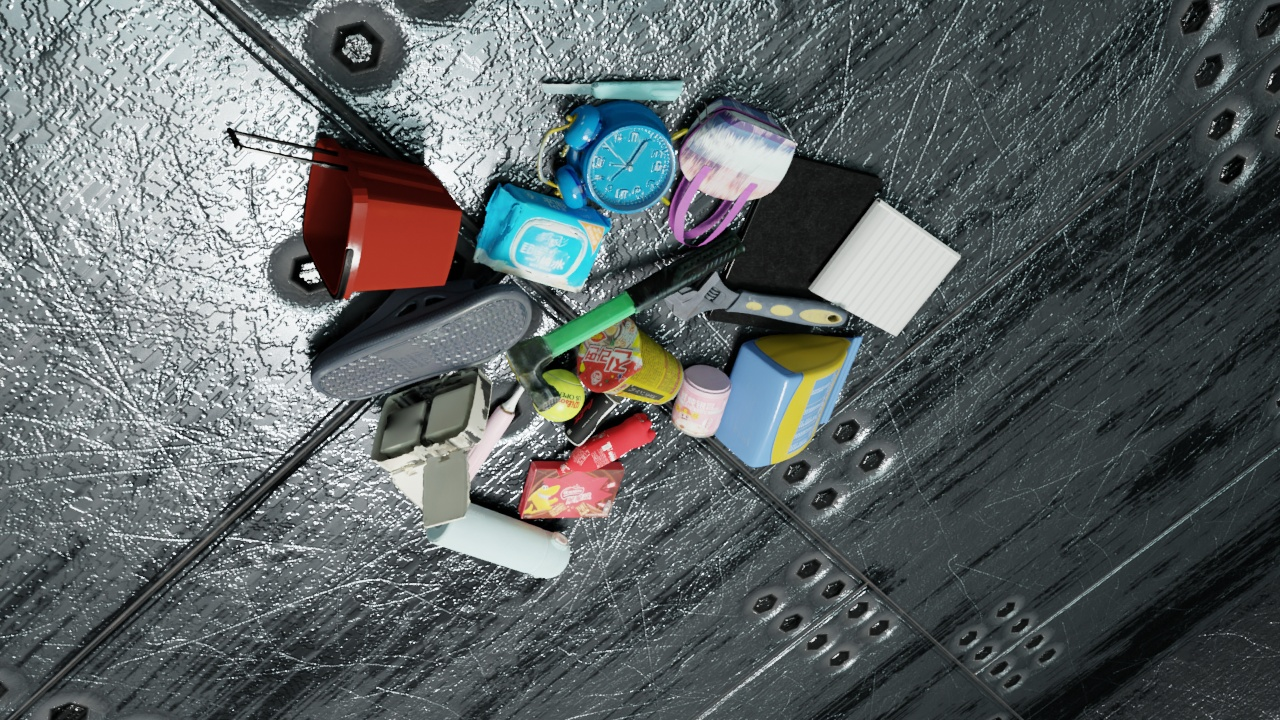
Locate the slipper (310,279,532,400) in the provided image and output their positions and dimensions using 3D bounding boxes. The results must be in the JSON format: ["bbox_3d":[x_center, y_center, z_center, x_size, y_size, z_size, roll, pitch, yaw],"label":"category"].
[{"bbox_3d":[-0.244,-0.035,1.020,0.268,0.083,0.110,-21,150,12],"label":"slipper"}]

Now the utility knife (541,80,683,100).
[{"bbox_3d":[-0.027,-0.284,0.965,0.158,0.015,0.022,-6,126,-23],"label":"utility knife"}]

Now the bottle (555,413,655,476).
[{"bbox_3d":[-0.048,0.117,1.231,0.141,0.042,0.042,-27,131,-8],"label":"bottle"}]

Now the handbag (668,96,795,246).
[{"bbox_3d":[0.090,-0.206,1.053,0.144,0.068,0.170,13,125,-32],"label":"handbag"}]

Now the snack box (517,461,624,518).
[{"bbox_3d":[-0.096,0.179,1.272,0.132,0.021,0.089,3,122,-26],"label":"snack box"}]

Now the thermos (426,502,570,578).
[{"bbox_3d":[-0.188,0.244,1.250,0.206,0.065,0.078,28,116,-36],"label":"thermos"}]

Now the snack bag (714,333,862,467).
[{"bbox_3d":[0.218,0.045,1.274,0.204,0.102,0.159,-12,130,-38],"label":"snack bag"}]

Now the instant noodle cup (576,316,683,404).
[{"bbox_3d":[-0.007,0.007,1.147,0.100,0.100,0.112,-49,139,14],"label":"instant noodle cup"}]

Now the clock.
[{"bbox_3d":[-0.034,-0.215,0.985,0.161,0.060,0.117,-2,125,-21],"label":"clock"}]

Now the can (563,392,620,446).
[{"bbox_3d":[-0.064,0.074,1.203,0.031,0.031,0.081,32,107,-38],"label":"can"}]

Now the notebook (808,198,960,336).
[{"bbox_3d":[0.333,-0.120,1.236,0.209,0.009,0.143,20,113,-41],"label":"notebook"}]

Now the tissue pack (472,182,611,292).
[{"bbox_3d":[-0.108,-0.132,1.011,0.144,0.061,0.093,12,119,-30],"label":"tissue pack"}]

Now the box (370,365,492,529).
[{"bbox_3d":[-0.225,0.111,1.051,0.145,0.186,0.101,-17,152,25],"label":"box"}]

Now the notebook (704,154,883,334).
[{"bbox_3d":[0.197,-0.142,1.170,0.169,0.019,0.232,7,121,-27],"label":"notebook"}]

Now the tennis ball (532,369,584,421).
[{"bbox_3d":[-0.102,0.043,1.141,0.065,0.065,0.065,-12,128,-16],"label":"tennis ball"}]

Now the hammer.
[{"bbox_3d":[-0.015,-0.069,1.083,0.318,0.130,0.032,-30,160,-14],"label":"hammer"}]

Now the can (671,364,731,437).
[{"bbox_3d":[0.081,0.054,1.230,0.067,0.067,0.076,-1,125,-24],"label":"can"}]

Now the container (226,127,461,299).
[{"bbox_3d":[-0.288,-0.139,0.870,0.200,0.148,0.127,0,123,-35],"label":"container"}]

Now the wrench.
[{"bbox_3d":[0.151,-0.071,1.176,0.273,0.022,0.073,7,119,-25],"label":"wrench"}]

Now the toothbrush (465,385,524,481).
[{"bbox_3d":[-0.184,0.086,1.161,0.027,0.026,0.223,33,108,-9],"label":"toothbrush"}]
